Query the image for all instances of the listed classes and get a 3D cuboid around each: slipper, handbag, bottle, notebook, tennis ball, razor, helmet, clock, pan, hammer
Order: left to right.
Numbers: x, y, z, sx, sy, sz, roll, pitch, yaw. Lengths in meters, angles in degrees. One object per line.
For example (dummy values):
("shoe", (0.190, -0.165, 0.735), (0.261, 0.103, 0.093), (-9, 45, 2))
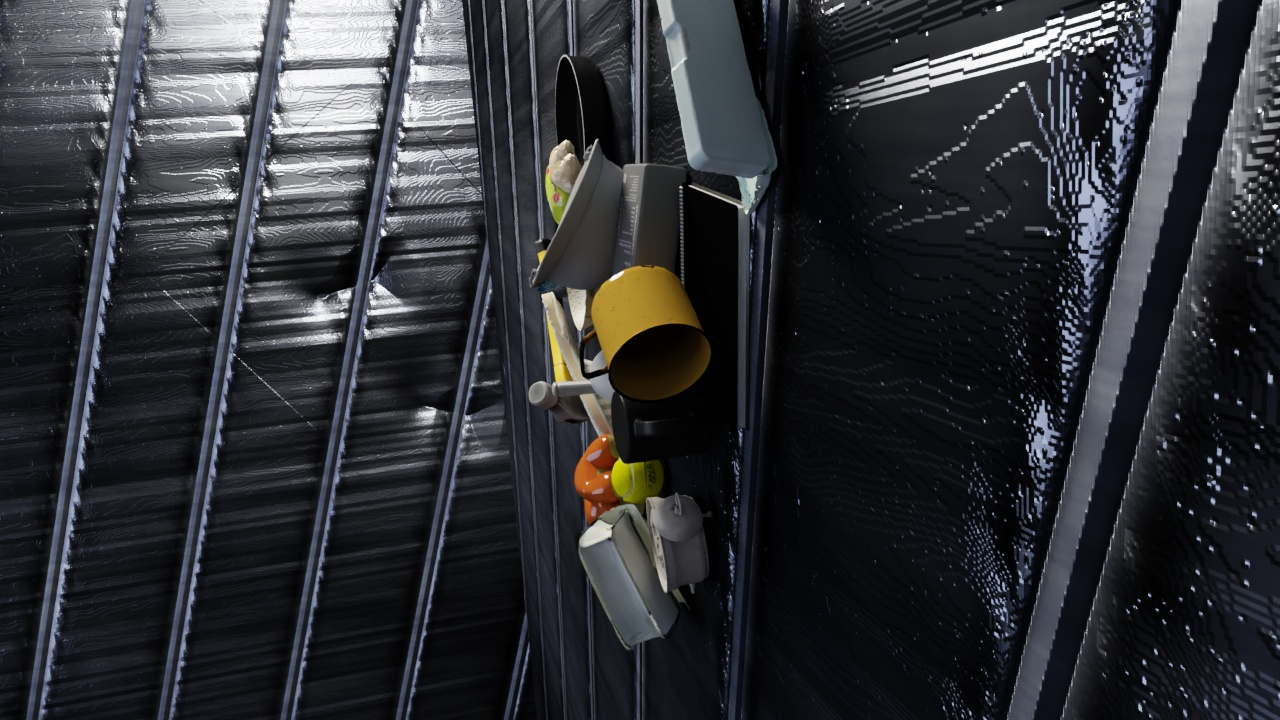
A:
("hammer", (-0.127, -0.051, 1.432), (0.169, 0.034, 0.324), (29, -136, -54))
("pan", (-0.095, -0.282, 1.350), (0.357, 0.044, 0.203), (105, 154, -57))
("slipper", (-0.076, 0.022, 1.329), (0.272, 0.054, 0.114), (64, 170, 10))
("razor", (-0.058, 0.034, 1.205), (0.047, 0.116, 0.088), (-108, 17, -55))
("helmet", (-0.044, -0.149, 1.088), (0.271, 0.117, 0.183), (167, 126, -80))
("tennis ball", (-0.003, 0.146, 1.146), (0.065, 0.065, 0.065), (172, 91, -76))
("bottle", (0.005, -0.116, 0.961), (0.084, 0.046, 0.174), (-146, 61, -70))
("handbag", (0.006, 0.241, 1.111), (0.151, 0.074, 0.175), (65, -161, -4))
("clock", (0.044, 0.185, 0.990), (0.157, 0.061, 0.103), (89, 168, -54))
("notebook", (0.068, -0.055, 0.867), (0.149, 0.016, 0.207), (-132, 38, -65))

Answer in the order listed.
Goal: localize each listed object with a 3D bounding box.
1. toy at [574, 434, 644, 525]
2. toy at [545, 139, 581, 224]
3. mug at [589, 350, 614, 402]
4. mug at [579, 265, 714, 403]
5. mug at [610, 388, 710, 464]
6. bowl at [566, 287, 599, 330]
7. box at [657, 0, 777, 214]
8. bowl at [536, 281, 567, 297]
("toy", (-0.040, 0.184, 1.247), (0.176, 0.096, 0.112), (93, 174, -50))
("toy", (-0.103, -0.242, 1.234), (0.118, 0.043, 0.092), (110, 149, -57))
("mug", (-0.007, 0.007, 1.119), (0.089, 0.071, 0.107), (25, 93, 64))
("mug", (-0.003, -0.023, 0.879), (0.100, 0.124, 0.094), (69, -179, -47))
("mug", (0.024, 0.064, 0.951), (0.114, 0.088, 0.078), (175, 88, -76))
("bowl", (-0.062, -0.115, 1.260), (0.145, 0.063, 0.145), (172, 91, -76))
("box", (0.055, -0.225, 0.728), (0.126, 0.074, 0.197), (62, -162, -73))
("bowl", (-0.099, -0.135, 1.379), (0.114, 0.061, 0.114), (-52, 6, 8))
